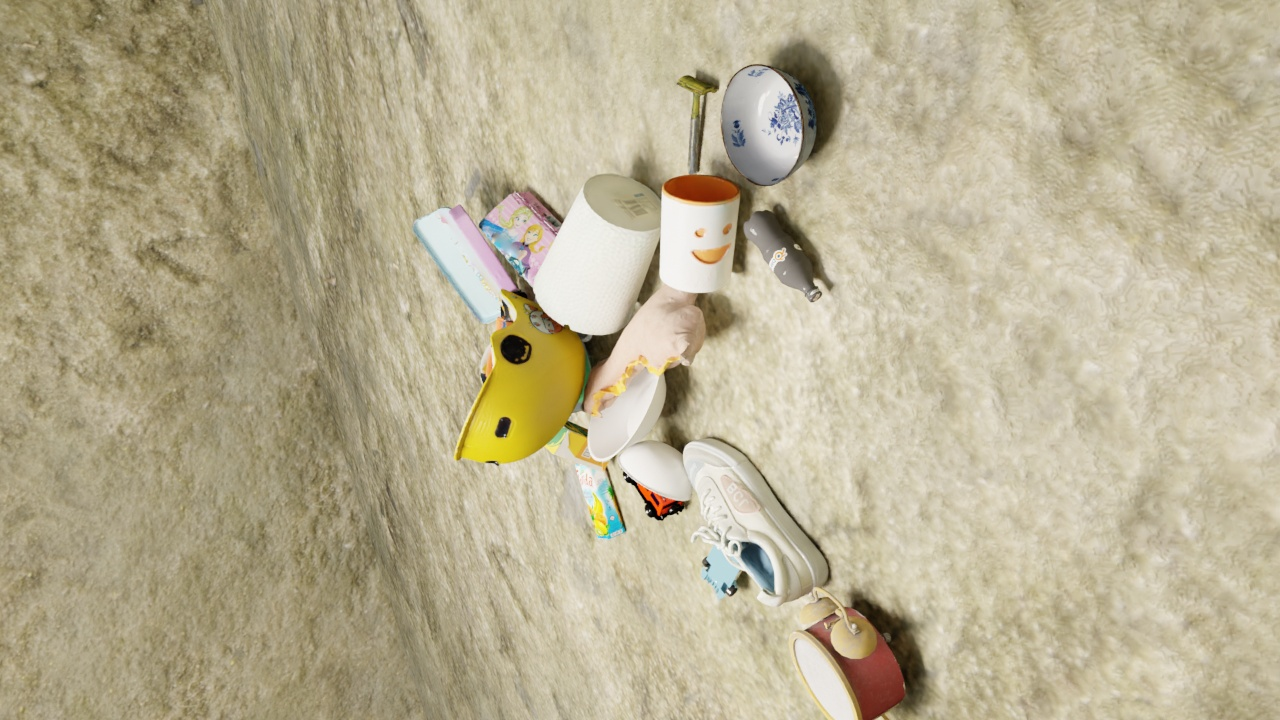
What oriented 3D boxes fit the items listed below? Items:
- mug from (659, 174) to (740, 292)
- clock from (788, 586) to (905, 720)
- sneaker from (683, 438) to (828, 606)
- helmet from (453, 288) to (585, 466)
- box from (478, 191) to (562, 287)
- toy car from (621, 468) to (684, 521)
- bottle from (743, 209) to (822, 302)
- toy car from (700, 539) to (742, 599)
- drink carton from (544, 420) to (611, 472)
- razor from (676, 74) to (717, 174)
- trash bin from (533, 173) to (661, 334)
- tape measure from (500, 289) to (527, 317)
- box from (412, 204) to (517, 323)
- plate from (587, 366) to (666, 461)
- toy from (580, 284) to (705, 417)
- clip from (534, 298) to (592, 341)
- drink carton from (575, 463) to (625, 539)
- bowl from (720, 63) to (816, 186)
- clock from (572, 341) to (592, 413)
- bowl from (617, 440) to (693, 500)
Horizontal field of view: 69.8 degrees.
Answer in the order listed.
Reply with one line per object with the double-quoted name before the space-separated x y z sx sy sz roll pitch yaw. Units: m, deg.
"mug" 0.063 -0.137 0.991 0.082 0.082 0.105 38 137 44
"clock" 0.221 0.308 0.970 0.117 0.081 0.159 23 135 65
"sneaker" 0.109 0.187 1.080 0.242 0.090 0.090 49 143 35
"helmet" -0.146 0.039 1.195 0.210 0.139 0.239 116 167 -48
"box" -0.147 -0.152 1.310 0.230 0.090 0.085 47 140 36
"toy car" 0.020 0.169 1.251 0.100 0.051 0.049 55 149 26
"bottle" 0.145 -0.103 0.920 0.110 0.036 0.036 57 146 23
"toy car" 0.116 0.252 1.165 0.060 0.027 0.108 48 132 34
"drink carton" -0.095 0.121 1.351 0.058 0.122 0.041 35 95 41
"razor" 0.059 -0.252 0.997 0.042 0.026 0.106 39 140 40
"trash bin" -0.046 -0.134 1.127 0.133 0.133 0.162 55 139 26
"tape measure" -0.185 -0.064 1.372 0.071 0.042 0.072 -106 9 -75
"box" -0.252 -0.146 1.432 0.140 0.062 0.214 2 136 39
"plate" -0.008 0.057 1.200 0.174 0.036 0.173 -48 27 34
"toy" -0.007 0.006 1.117 0.265 0.065 0.195 -48 22 37
"clip" -0.117 -0.068 1.332 0.027 0.090 0.162 -58 17 4
"drink carton" -0.063 0.211 1.419 0.044 0.038 0.129 -14 94 59
"bowl" 0.129 -0.226 0.872 0.114 0.045 0.114 34 133 46
"clock" -0.121 0.006 1.379 0.161 0.075 0.122 -132 35 -55
"bowl" 0.029 0.133 1.190 0.110 0.109 0.041 40 108 42
